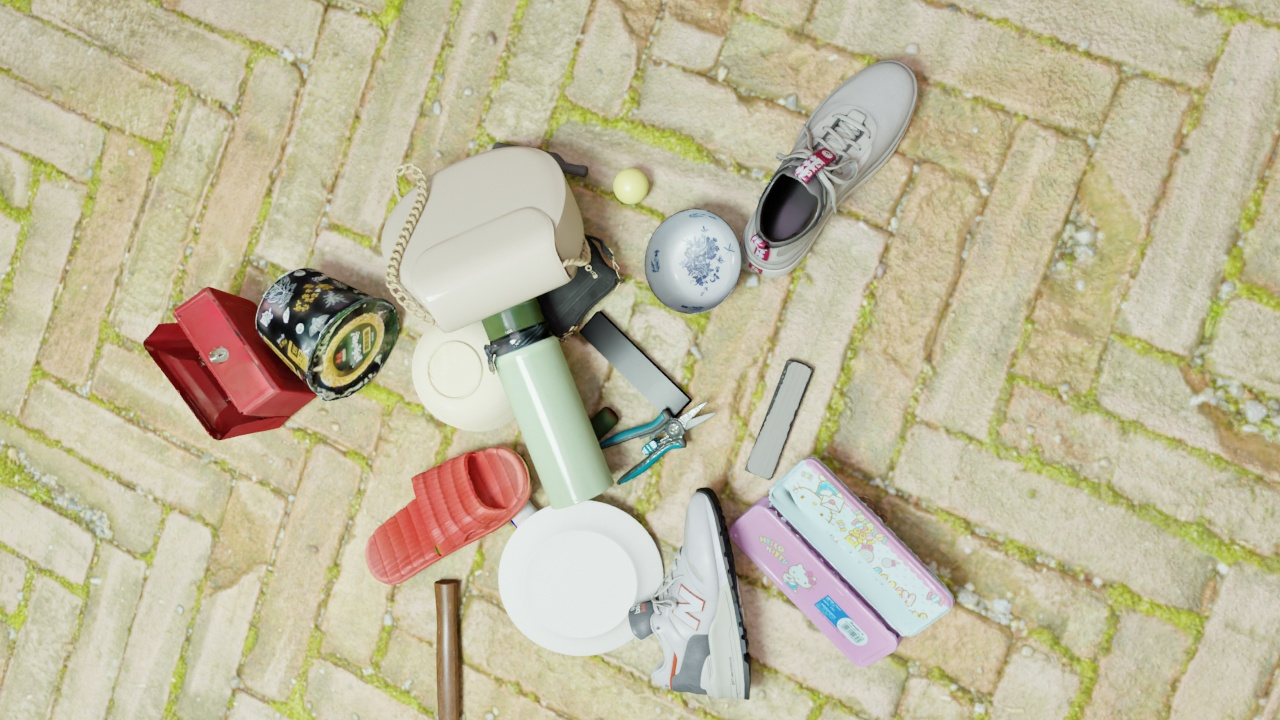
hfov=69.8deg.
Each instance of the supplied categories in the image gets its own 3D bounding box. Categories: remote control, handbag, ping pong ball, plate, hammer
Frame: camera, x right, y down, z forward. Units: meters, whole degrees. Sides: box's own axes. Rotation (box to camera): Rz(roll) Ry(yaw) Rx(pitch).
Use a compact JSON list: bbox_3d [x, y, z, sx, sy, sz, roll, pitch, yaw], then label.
[{"bbox_3d":[0.155,0.066,1.022,0.033,0.013,0.136,21,97,11],"label":"remote control"},{"bbox_3d":[-0.079,-0.081,1.044,0.079,0.054,0.128,45,97,9],"label":"handbag"},{"bbox_3d":[-0.011,-0.196,1.035,0.040,0.040,0.040,0,91,11],"label":"ping pong ball"},{"bbox_3d":[-0.172,-0.142,0.987,0.211,0.103,0.208,-23,48,2],"label":"handbag"},{"bbox_3d":[-0.006,0.006,1.053,0.150,0.013,0.034,44,103,7],"label":"remote control"},{"bbox_3d":[-0.068,0.253,1.046,0.188,0.016,0.188,0,100,-1],"label":"plate"},{"bbox_3d":[-0.229,0.426,1.102,0.115,0.033,0.323,-1,91,13],"label":"hammer"}]

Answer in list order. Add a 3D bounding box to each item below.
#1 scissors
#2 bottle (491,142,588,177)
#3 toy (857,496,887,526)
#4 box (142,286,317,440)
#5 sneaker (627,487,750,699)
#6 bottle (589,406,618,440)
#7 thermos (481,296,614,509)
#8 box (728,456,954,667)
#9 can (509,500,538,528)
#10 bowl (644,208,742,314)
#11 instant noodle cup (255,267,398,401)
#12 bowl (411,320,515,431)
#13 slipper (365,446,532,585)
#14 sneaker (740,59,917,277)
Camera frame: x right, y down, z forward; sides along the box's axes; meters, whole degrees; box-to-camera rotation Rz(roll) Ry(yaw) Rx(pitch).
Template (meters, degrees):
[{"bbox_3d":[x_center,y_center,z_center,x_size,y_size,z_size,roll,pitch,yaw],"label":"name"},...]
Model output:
[{"bbox_3d":[0.015,0.093,1.042,0.123,0.019,0.148,22,106,12],"label":"scissors"},{"bbox_3d":[-0.115,-0.228,1.060,0.113,0.030,0.030,13,94,11],"label":"bottle"},{"bbox_3d":[0.250,0.189,0.991,0.102,0.042,0.054,46,60,-2],"label":"toy"},{"bbox_3d":[-0.475,0.001,1.091,0.110,0.134,0.157,-41,84,10],"label":"box"},{"bbox_3d":[0.046,0.266,1.011,0.124,0.088,0.240,-11,93,8],"label":"sneaker"},{"bbox_3d":[-0.069,0.096,1.062,0.106,0.025,0.025,-43,83,9],"label":"bottle"},{"bbox_3d":[-0.108,0.044,1.006,0.082,0.082,0.231,-20,94,11],"label":"thermos"},{"bbox_3d":[0.209,0.216,0.977,0.214,0.034,0.151,45,123,7],"label":"box"},{"bbox_3d":[-0.126,0.193,1.072,0.032,0.032,0.095,-44,83,9],"label":"can"},{"bbox_3d":[0.065,-0.108,1.014,0.114,0.045,0.114,1,93,25],"label":"bowl"},{"bbox_3d":[-0.372,-0.038,1.072,0.112,0.137,0.137,31,97,19],"label":"instant noodle cup"},{"bbox_3d":[-0.202,0.011,1.062,0.151,0.075,0.151,0,92,11],"label":"bowl"},{"bbox_3d":[-0.236,0.177,1.065,0.249,0.059,0.103,-33,62,16],"label":"slipper"},{"bbox_3d":[0.192,-0.207,0.950,0.097,0.128,0.263,38,96,7],"label":"sneaker"}]
